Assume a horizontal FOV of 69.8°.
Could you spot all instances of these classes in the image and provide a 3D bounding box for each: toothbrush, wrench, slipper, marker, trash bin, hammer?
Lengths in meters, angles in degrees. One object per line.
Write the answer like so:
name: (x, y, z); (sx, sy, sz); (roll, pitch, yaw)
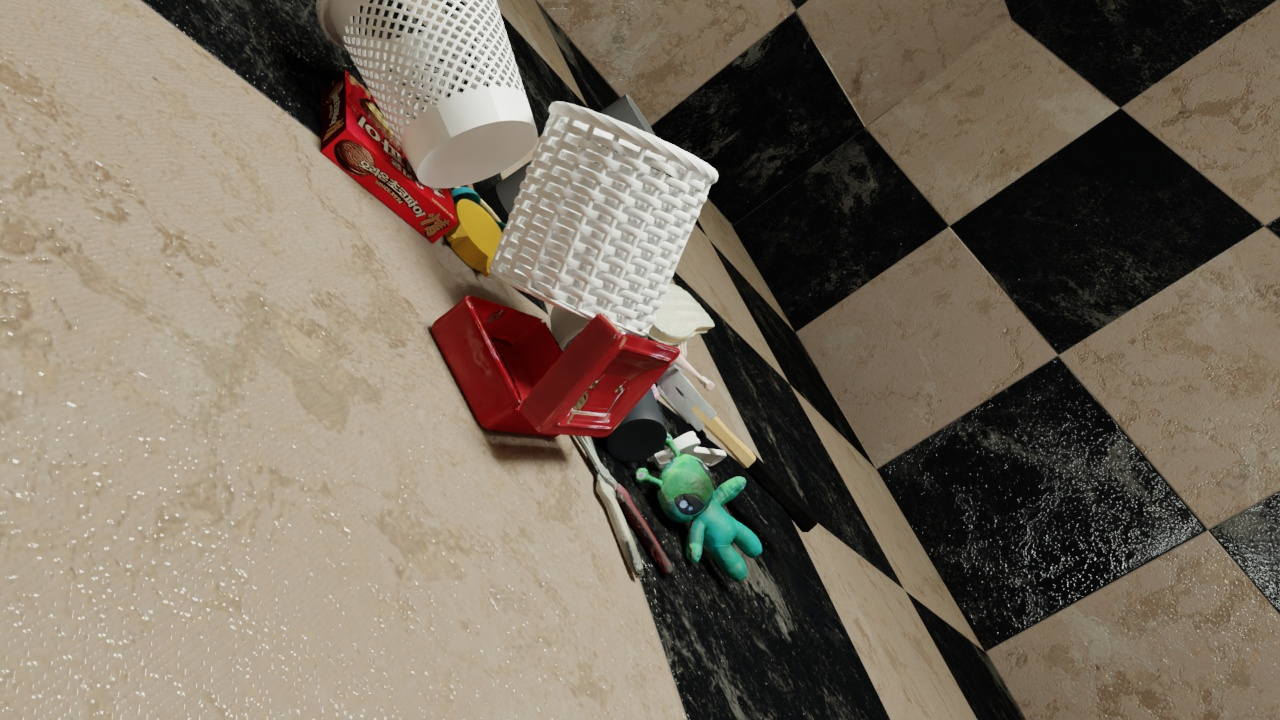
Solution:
toothbrush: (0.064, 0.011, 1.230); (0.018, 0.016, 0.181); (42, 3, 27)
wrench: (0.076, 0.128, 1.246); (0.018, 0.066, 0.273); (59, 11, 16)
slipper: (0.036, -0.056, 1.254); (0.115, 0.052, 0.262); (51, 18, 9)
marker: (0.054, 0.069, 1.393); (0.152, 0.011, 0.011); (47, 16, -25)
trash bin: (-0.207, -0.301, 0.959); (0.199, 0.196, 0.195); (66, 16, 8)
hammer: (0.140, 0.129, 1.278); (0.328, 0.039, 0.131); (46, 4, -24)

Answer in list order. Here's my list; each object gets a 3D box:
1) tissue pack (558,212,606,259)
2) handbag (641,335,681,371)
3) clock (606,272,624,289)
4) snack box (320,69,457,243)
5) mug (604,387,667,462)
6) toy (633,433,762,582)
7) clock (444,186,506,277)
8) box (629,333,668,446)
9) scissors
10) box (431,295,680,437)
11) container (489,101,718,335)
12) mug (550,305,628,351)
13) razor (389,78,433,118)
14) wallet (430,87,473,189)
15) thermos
tissue pack: (-0.085, -0.202, 1.384); (0.141, 0.120, 0.197); (47, 22, -21)
handbag: (0.036, -0.026, 1.401); (0.176, 0.074, 0.151); (60, 6, 0)
clock: (-0.022, -0.121, 1.519); (0.121, 0.043, 0.091); (51, 15, -12)
snack box: (-0.268, -0.217, 0.980); (0.152, 0.036, 0.132); (41, 19, -40)
mug: (-0.027, 0.063, 1.063); (0.105, 0.071, 0.077); (13, 35, -27)
toy: (0.071, 0.179, 1.093); (0.193, 0.073, 0.130); (51, 51, -13)
clock: (-0.190, -0.152, 1.070); (0.099, 0.044, 0.129); (47, 24, -27)
box: (-0.020, 0.012, 1.236); (0.154, 0.066, 0.201); (79, -10, -50)
scissors: (-0.022, 0.152, 0.963); (0.185, 0.015, 0.179); (47, 16, -22)
box: (-0.090, -0.006, 0.884); (0.170, 0.156, 0.156); (40, 8, 21)
container: (-0.040, -0.147, 0.968); (0.189, 0.187, 0.189); (23, 7, -3)
mug: (-0.050, -0.018, 1.106); (0.121, 0.091, 0.090); (46, 17, -33)
razor: (-0.279, -0.321, 1.164); (0.047, 0.052, 0.142); (53, 9, 6)
wallet: (-0.236, -0.275, 1.162); (0.087, 0.013, 0.121); (68, 5, -76)
thermos: (-0.095, -0.234, 1.166); (0.082, 0.241, 0.082); (54, 14, -20)
